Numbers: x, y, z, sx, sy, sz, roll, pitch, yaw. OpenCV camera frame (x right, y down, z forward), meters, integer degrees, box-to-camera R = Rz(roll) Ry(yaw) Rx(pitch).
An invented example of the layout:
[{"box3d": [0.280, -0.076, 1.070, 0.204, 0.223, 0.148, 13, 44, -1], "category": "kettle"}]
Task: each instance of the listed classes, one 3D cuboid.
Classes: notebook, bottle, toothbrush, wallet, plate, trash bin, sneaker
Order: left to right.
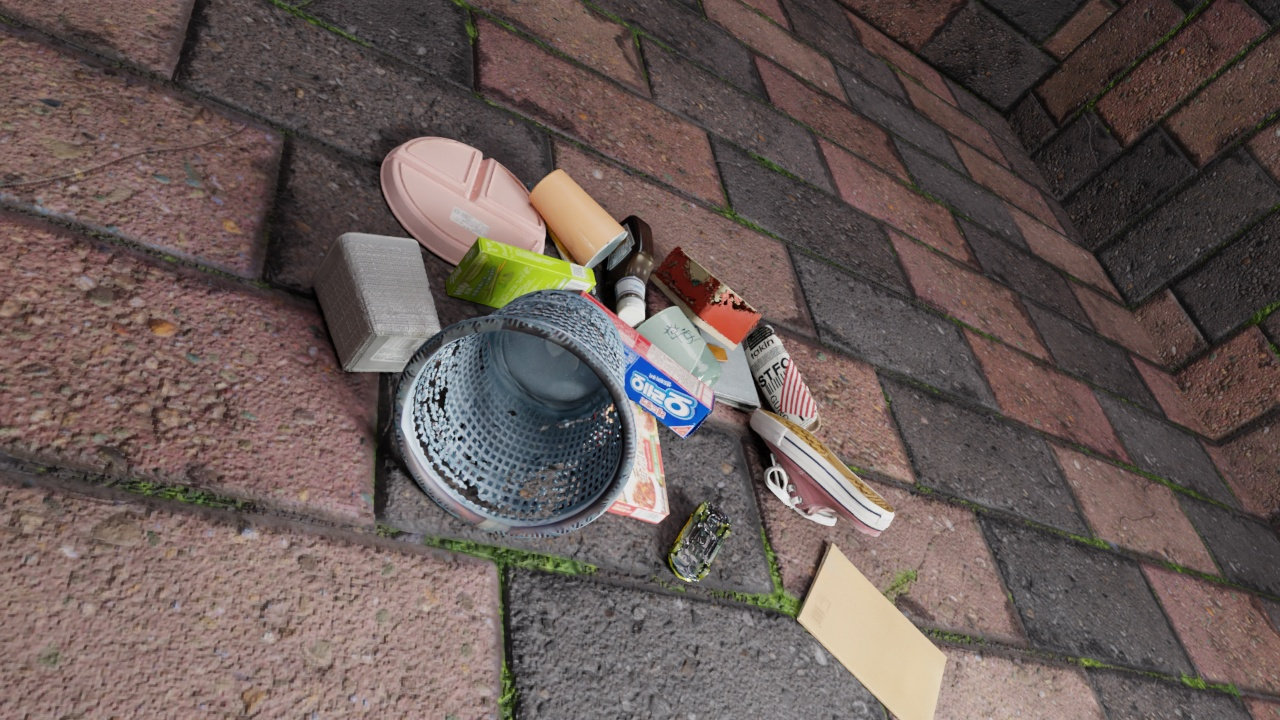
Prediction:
[{"box3d": [-0.216, -0.201, 1.165, 0.229, 0.028, 0.229, 26, 40, -24], "category": "plate"}, {"box3d": [-0.103, 0.030, 0.912, 0.226, 0.227, 0.194, 38, 23, -9], "category": "trash bin"}, {"box3d": [-0.113, -0.167, 1.235, 0.016, 0.018, 0.191, -24, 69, -13], "category": "toothbrush"}, {"box3d": [-0.015, -0.116, 1.223, 0.044, 0.080, 0.194, 32, 32, -26], "category": "bottle"}, {"box3d": [0.111, 0.003, 1.272, 0.106, 0.037, 0.129, 19, 41, -31], "category": "wallet"}, {"box3d": [0.215, 0.154, 1.185, 0.118, 0.088, 0.241, 18, 20, -49], "category": "sneaker"}, {"box3d": [0.289, 0.343, 1.129, 0.211, 0.012, 0.149, 45, 36, 0], "category": "notebook"}]

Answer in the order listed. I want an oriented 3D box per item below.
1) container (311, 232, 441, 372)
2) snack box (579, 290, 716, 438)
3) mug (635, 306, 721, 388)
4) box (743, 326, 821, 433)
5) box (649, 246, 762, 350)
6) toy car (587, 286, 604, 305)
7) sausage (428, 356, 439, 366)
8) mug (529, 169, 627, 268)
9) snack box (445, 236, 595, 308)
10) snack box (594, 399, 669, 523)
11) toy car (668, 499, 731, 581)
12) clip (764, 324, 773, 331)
[{"box3d": [-0.263, -0.054, 0.923, 0.090, 0.090, 0.114, 1, 57, -43], "category": "container"}, {"box3d": [-0.006, 0.006, 1.096, 0.207, 0.057, 0.058, 37, 23, -7], "category": "snack box"}, {"box3d": [0.035, 0.002, 1.168, 0.111, 0.082, 0.106, -27, 74, -31], "category": "mug"}, {"box3d": [0.209, 0.029, 1.312, 0.086, 0.076, 0.162, 1, 52, -50], "category": "box"}, {"box3d": [0.090, -0.095, 1.250, 0.091, 0.078, 0.168, 34, 9, -34], "category": "box"}, {"box3d": [-0.062, -0.057, 1.166, 0.105, 0.031, 0.048, 56, 33, 8], "category": "toy car"}, {"box3d": [-0.251, -0.060, 0.995, 0.021, 0.022, 0.165, -3, 56, -46], "category": "sausage"}, {"box3d": [-0.085, -0.188, 1.208, 0.123, 0.078, 0.078, 49, 36, 2], "category": "mug"}, {"box3d": [-0.140, -0.092, 1.081, 0.156, 0.086, 0.026, 13, 48, -35], "category": "snack box"}, {"box3d": [-0.012, 0.110, 1.054, 0.075, 0.026, 0.152, 21, 42, -29], "category": "snack box"}, {"box3d": [0.064, 0.204, 1.031, 0.048, 0.032, 0.105, 42, 47, -4], "category": "toy car"}, {"box3d": [0.194, -0.029, 1.404, 0.025, 0.036, 0.057, 23, 45, -24], "category": "clip"}]
